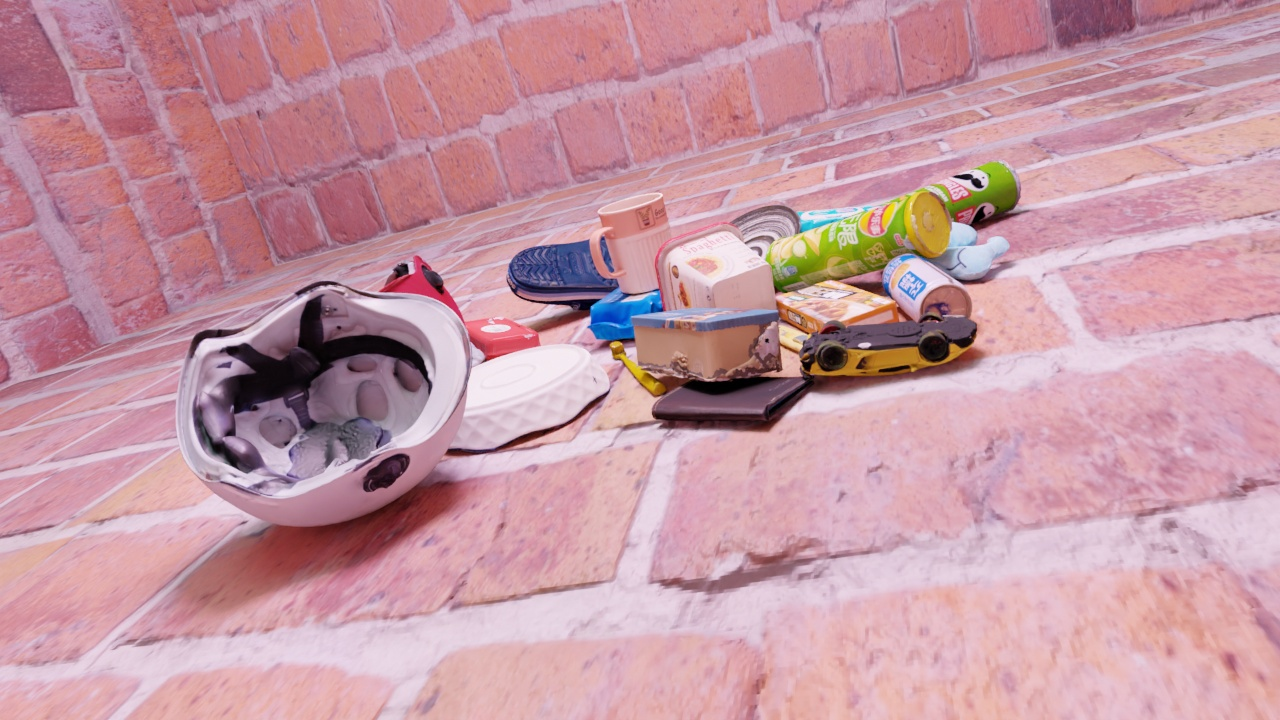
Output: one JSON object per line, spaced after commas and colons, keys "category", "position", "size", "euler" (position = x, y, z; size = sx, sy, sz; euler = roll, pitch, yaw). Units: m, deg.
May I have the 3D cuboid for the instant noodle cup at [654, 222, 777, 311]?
{"category": "instant noodle cup", "position": [0.092, -0.086, 1.061], "size": [0.116, 0.117, 0.124], "euler": [-21, 29, -16]}

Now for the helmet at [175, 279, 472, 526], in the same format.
{"category": "helmet", "position": [-0.276, 0.055, 0.845], "size": [0.258, 0.146, 0.229], "euler": [-23, 54, -19]}

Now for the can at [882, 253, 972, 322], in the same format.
{"category": "can", "position": [0.280, -0.067, 0.904], "size": [0.053, 0.053, 0.134], "euler": [-15, 17, 5]}

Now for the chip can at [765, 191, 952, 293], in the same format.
{"category": "chip can", "position": [0.240, -0.129, 1.049], "size": [0.072, 0.072, 0.222], "euler": [-30, 11, -38]}

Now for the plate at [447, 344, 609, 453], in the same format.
{"category": "plate", "position": [-0.136, 0.034, 0.991], "size": [0.205, 0.045, 0.204], "euler": [-15, 16, 4]}

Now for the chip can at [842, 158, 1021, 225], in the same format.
{"category": "chip can", "position": [0.370, -0.188, 1.175], "size": [0.235, 0.072, 0.072], "euler": [-22, 18, -15]}

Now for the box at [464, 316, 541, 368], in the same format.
{"category": "box", "position": [-0.225, -0.014, 1.220], "size": [0.161, 0.059, 0.201], "euler": [-26, 18, -16]}

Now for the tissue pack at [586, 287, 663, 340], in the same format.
{"category": "tissue pack", "position": [0.006, -0.069, 1.170], "size": [0.095, 0.052, 0.156], "euler": [-4, 21, 30]}

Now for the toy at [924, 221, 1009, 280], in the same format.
{"category": "toy", "position": [0.336, -0.127, 1.048], "size": [0.162, 0.050, 0.155], "euler": [-9, 26, 28]}

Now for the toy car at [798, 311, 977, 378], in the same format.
{"category": "toy car", "position": [0.216, -0.012, 0.810], "size": [0.156, 0.041, 0.071], "euler": [-7, 19, 16]}

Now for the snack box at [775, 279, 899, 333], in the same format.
{"category": "snack box", "position": [0.206, -0.054, 0.980], "size": [0.075, 0.026, 0.153], "euler": [-19, 17, -9]}

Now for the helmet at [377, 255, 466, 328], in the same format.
{"category": "helmet", "position": [-0.280, -0.004, 1.040], "size": [0.207, 0.144, 0.240], "euler": [-47, 13, -5]}

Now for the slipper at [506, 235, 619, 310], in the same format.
{"category": "slipper", "position": [-0.073, -0.119, 1.347], "size": [0.252, 0.105, 0.095], "euler": [-9, -29, -23]}

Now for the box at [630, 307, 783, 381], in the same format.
{"category": "box", "position": [0.059, -0.019, 0.907], "size": [0.089, 0.062, 0.184], "euler": [-9, 10, -27]}

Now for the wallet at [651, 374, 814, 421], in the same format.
{"category": "wallet", "position": [0.084, 0.033, 0.834], "size": [0.122, 0.020, 0.096], "euler": [-1, 20, 39]}

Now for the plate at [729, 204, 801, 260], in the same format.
{"category": "plate", "position": [0.139, -0.137, 1.226], "size": [0.180, 0.024, 0.179], "euler": [-28, 34, 21]}

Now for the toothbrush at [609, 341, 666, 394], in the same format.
{"category": "toothbrush", "position": [-0.006, 0.006, 1.005], "size": [0.015, 0.016, 0.190], "euler": [-20, 17, -10]}

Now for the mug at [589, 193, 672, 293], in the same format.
{"category": "mug", "position": [-0.011, -0.140, 1.134], "size": [0.114, 0.106, 0.082], "euler": [-29, 23, -36]}

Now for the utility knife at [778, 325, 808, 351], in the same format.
{"category": "utility knife", "position": [0.159, -0.019, 0.945], "size": [0.031, 0.018, 0.167], "euler": [-14, 12, -14]}

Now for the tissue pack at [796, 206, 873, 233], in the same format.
{"category": "tissue pack", "position": [0.260, -0.180, 1.258], "size": [0.133, 0.050, 0.093], "euler": [-3, 18, 10]}
